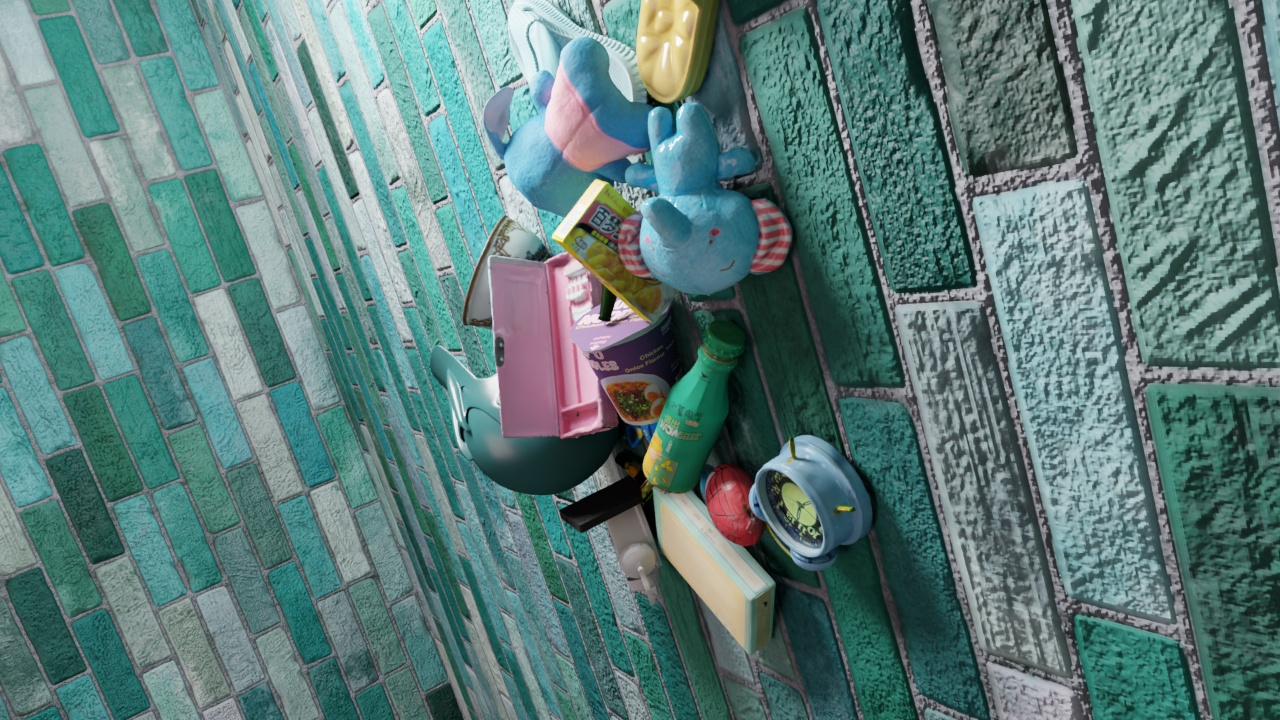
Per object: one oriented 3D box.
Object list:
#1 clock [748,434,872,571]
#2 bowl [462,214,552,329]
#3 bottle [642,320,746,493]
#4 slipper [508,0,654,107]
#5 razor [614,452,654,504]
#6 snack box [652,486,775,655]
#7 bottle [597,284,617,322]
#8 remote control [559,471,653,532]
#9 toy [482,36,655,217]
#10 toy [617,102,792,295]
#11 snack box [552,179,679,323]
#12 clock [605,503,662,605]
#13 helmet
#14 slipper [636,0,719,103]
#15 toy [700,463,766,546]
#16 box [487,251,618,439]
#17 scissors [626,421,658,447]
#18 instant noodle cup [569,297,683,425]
[{"bbox_3d":[0.165,0.146,0.915,0.118,0.060,0.162,49,151,27],"label":"clock"},{"bbox_3d":[-0.169,-0.107,1.249,0.094,0.159,0.160,22,145,-2],"label":"bowl"},{"bbox_3d":[0.061,0.051,0.996,0.068,0.068,0.210,47,134,33],"label":"bottle"},{"bbox_3d":[-0.084,-0.318,0.996,0.276,0.069,0.116,38,144,41],"label":"slipper"},{"bbox_3d":[-0.006,0.151,1.230,0.021,0.044,0.144,43,175,-22],"label":"razor"},{"bbox_3d":[0.087,0.249,1.124,0.193,0.044,0.142,46,155,36],"label":"snack box"},{"bbox_3d":[-0.028,-0.104,1.026,0.033,0.033,0.123,-6,70,61],"label":"bottle"},{"bbox_3d":[-0.038,0.186,1.218,0.058,0.133,0.013,23,130,54],"label":"remote control"},{"bbox_3d":[-0.055,-0.214,0.940,0.224,0.098,0.192,41,139,-8],"label":"toy"},{"bbox_3d":[0.044,-0.143,0.851,0.184,0.114,0.181,2,117,34],"label":"toy"},{"bbox_3d":[-0.015,-0.109,0.942,0.152,0.075,0.025,40,175,-37],"label":"snack box"},{"bbox_3d":[-0.003,0.256,1.251,0.120,0.061,0.159,77,172,-59],"label":"clock"},{"bbox_3d":[-0.165,0.066,1.257,0.274,0.200,0.177,48,157,35],"label":"helmet"},{"bbox_3d":[0.018,-0.345,0.785,0.099,0.078,0.264,42,144,35],"label":"slipper"},{"bbox_3d":[0.100,0.160,1.041,0.133,0.062,0.092,-178,75,-73],"label":"toy"},{"bbox_3d":[-0.108,-0.024,1.111,0.107,0.115,0.232,-15,77,46],"label":"box"},{"bbox_3d":[0.013,0.100,1.194,0.123,0.016,0.126,55,152,14],"label":"scissors"},{"bbox_3d":[-0.006,0.006,1.050,0.122,0.136,0.122,-7,118,29],"label":"instant noodle cup"}]
